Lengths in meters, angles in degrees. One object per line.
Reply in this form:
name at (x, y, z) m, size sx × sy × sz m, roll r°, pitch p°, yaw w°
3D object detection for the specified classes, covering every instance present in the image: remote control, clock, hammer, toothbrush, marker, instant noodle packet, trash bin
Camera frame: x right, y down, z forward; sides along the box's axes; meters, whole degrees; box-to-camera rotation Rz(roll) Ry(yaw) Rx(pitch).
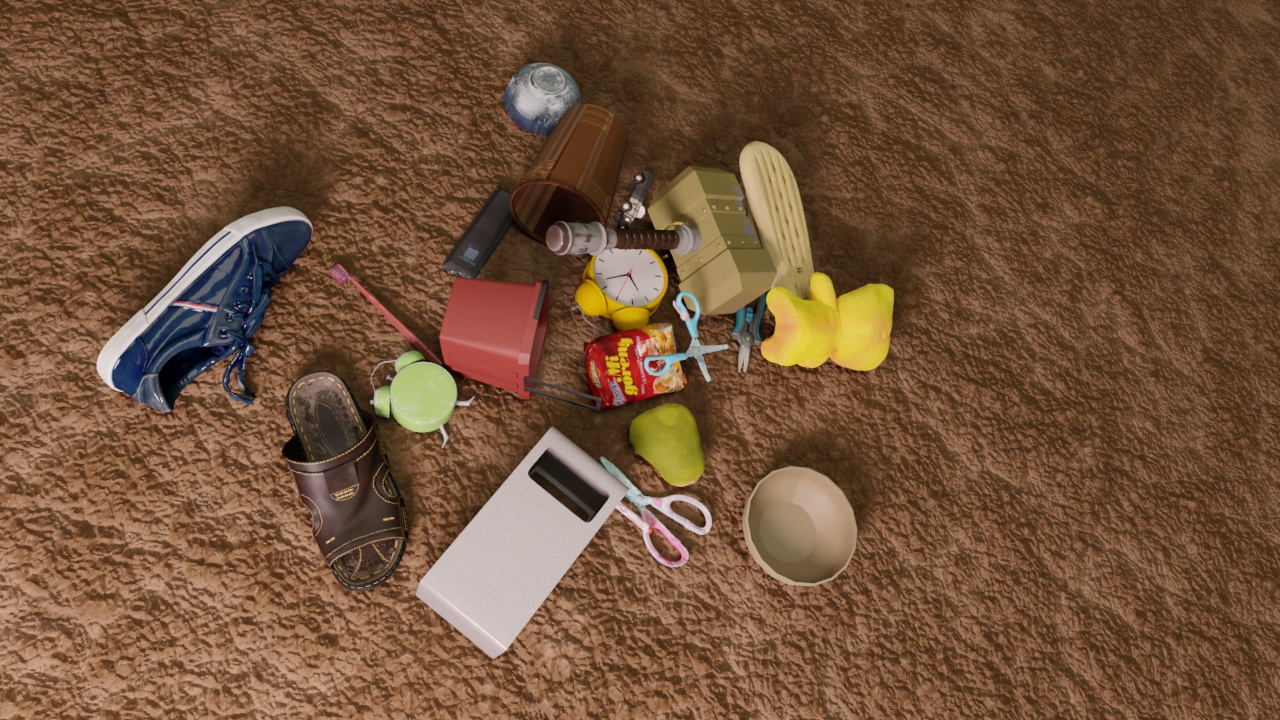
remote control at (-0.209, -0.174, 1.238) m, size 0.047 × 0.022 × 0.150 m, roll 29°, pitch 64°, yaw -3°
clock at (-0.272, 0.041, 1.123) m, size 0.119 × 0.043 × 0.094 m, roll 28°, pitch 63°, yaw -3°
hammer at (0.014, -0.154, 1.177) m, size 0.324 × 0.101 × 0.190 m, roll -7°, pitch 70°, yaw -45°
clock at (-0.025, -0.099, 1.245) m, size 0.113 × 0.052 × 0.151 m, roll 28°, pitch 60°, yaw -4°
toothbrush at (-0.322, -0.055, 1.162) m, size 0.190 × 0.016 × 0.016 m, roll 43°, pitch 68°, yaw 3°
marker at (-0.041, 0.169, 1.147) m, size 0.142 × 0.013 × 0.012 m, roll 38°, pitch 64°, yaw 7°
instant noodle packet at (-0.007, 0.007, 1.197) m, size 0.135 × 0.040 × 0.098 m, roll -14°, pitch 105°, yaw -22°
trash bin at (-0.135, 0.208, 1.054) m, size 0.114 × 0.115 × 0.228 m, roll 39°, pitch 64°, yaw 2°

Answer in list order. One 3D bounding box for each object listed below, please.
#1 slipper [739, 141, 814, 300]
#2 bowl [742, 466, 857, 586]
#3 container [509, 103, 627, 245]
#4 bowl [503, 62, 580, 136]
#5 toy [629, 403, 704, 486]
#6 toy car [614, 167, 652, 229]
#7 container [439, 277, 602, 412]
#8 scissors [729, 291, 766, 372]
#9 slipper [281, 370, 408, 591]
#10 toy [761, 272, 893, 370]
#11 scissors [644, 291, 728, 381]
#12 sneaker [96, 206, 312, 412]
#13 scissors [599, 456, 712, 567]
slipper at (0.187, -0.182, 1.327) m, size 0.111 × 0.079 × 0.261 m, roll -13°, pitch 88°, yaw -43°
bowl at (0.198, 0.216, 1.181) m, size 0.152 × 0.051 × 0.152 m, roll 6°, pitch 67°, yaw -14°
container at (-0.088, -0.256, 1.253) m, size 0.132 × 0.132 × 0.166 m, roll 22°, pitch 59°, yaw -6°
bowl at (-0.138, -0.387, 1.324) m, size 0.114 × 0.061 × 0.114 m, roll 5°, pitch 68°, yaw -13°
toy at (0.039, 0.111, 1.178) m, size 0.090 × 0.051 × 0.110 m, roll -22°, pitch 79°, yaw -20°
toy car at (-0.006, -0.228, 1.306) m, size 0.037 × 0.040 × 0.092 m, roll 25°, pitch 67°, yaw -8°
container at (-0.135, -0.021, 1.129) m, size 0.201 × 0.148 × 0.126 m, roll 11°, pitch 67°, yaw -1°
scissors at (0.147, -0.056, 1.293) m, size 0.127 × 0.019 × 0.142 m, roll -27°, pitch 84°, yaw -29°
slipper at (-0.340, 0.129, 1.049) m, size 0.112 × 0.076 × 0.267 m, roll -16°, pitch 74°, yaw -21°
toy at (0.266, -0.048, 1.263) m, size 0.193 × 0.087 × 0.134 m, roll 1°, pitch 109°, yaw -22°
scissors at (0.055, -0.018, 1.190) m, size 0.133 × 0.015 × 0.135 m, roll -34°, pitch 115°, yaw -19°
sneaker at (-0.471, -0.053, 1.071) m, size 0.127 × 0.121 × 0.293 m, roll 32°, pitch 66°, yaw 12°
scissors at (0.015, 0.173, 1.168) m, size 0.102 × 0.016 × 0.179 m, roll -40°, pitch 81°, yaw -21°
